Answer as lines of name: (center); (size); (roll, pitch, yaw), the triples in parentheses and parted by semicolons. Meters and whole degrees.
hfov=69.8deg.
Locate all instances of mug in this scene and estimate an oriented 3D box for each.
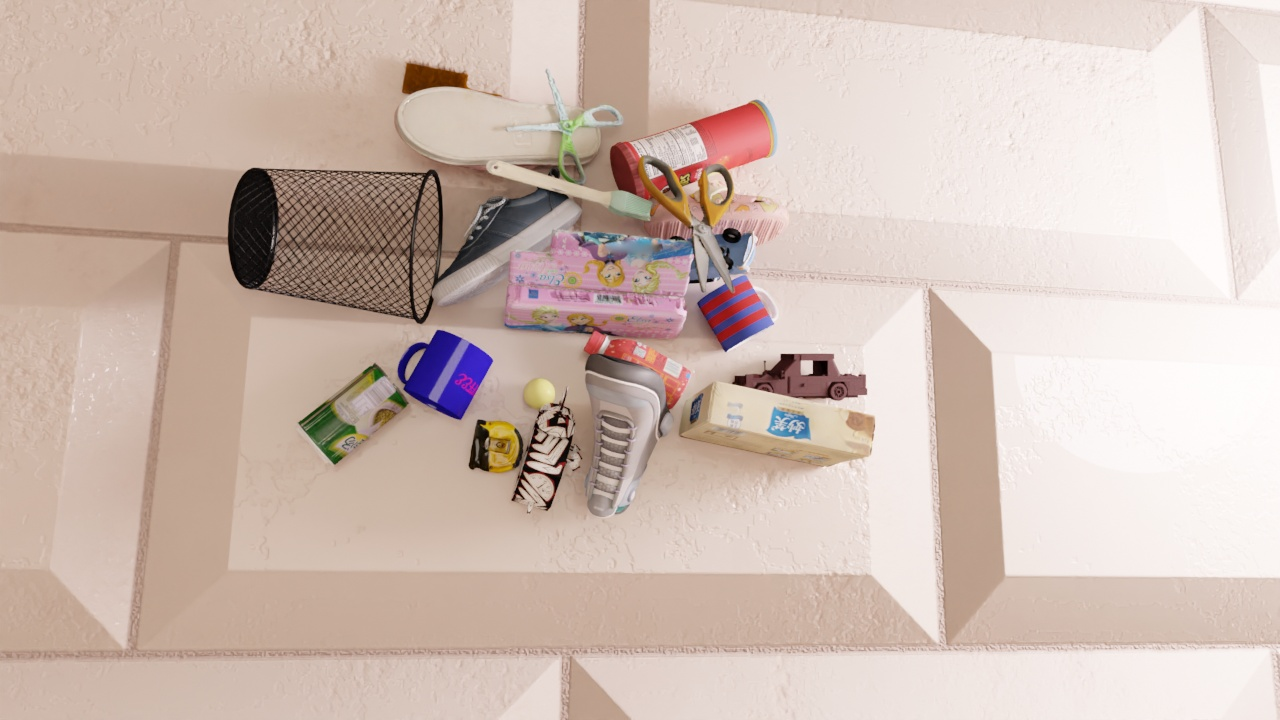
mug: (-0.250, 0.013, 1.137); (0.111, 0.079, 0.083); (21, 75, 23)
mug: (0.138, -0.068, 1.222); (0.111, 0.075, 0.076); (-26, 84, -40)

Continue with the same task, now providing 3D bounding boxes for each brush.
brush: (-0.090, -0.219, 1.171); (0.217, 0.012, 0.033); (14, 61, -8)
brush: (-0.254, -0.371, 1.232); (0.126, 0.017, 0.048); (9, 78, -8)

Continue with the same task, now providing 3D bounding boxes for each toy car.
toy car: (0.208, 0.022, 1.210); (0.169, 0.070, 0.062); (0, 91, -10)
toy car: (0.085, -0.131, 1.193); (0.055, 0.154, 0.056); (42, 56, -43)

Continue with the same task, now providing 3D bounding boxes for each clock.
clock: (-0.104, 0.107, 1.115); (0.065, 0.114, 0.155); (18, 94, -6)

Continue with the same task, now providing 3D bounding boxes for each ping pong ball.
ping pong ball: (-0.128, 0.042, 1.165); (0.040, 0.040, 0.040); (2, 79, -10)

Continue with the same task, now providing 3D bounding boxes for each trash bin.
trash bin: (-0.359, -0.146, 1.097); (0.210, 0.184, 0.184); (6, 78, -3)

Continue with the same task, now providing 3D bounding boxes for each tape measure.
tape measure: (-0.178, 0.107, 1.145); (0.064, 0.037, 0.065); (10, 78, -8)

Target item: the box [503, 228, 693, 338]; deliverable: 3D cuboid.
box: (-0.052, -0.084, 1.147); (0.230, 0.161, 0.061); (4, 48, -9)

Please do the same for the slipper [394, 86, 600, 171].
slipper: (-0.185, -0.298, 1.211); (0.274, 0.055, 0.114); (1, 76, -22)

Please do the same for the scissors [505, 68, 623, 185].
scissors: (-0.098, -0.310, 1.215); (0.172, 0.021, 0.171); (-12, 82, -23)

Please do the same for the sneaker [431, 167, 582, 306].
sneaker: (-0.180, -0.160, 1.170); (0.235, 0.089, 0.087); (-39, 90, -21)

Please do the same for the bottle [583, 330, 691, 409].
bottle: (-0.007, 0.007, 1.182); (0.137, 0.062, 0.062); (30, 76, -3)

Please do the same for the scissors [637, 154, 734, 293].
scissors: (0.061, -0.176, 1.132); (0.175, 0.016, 0.224); (15, 53, -12)

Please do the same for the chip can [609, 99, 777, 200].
chip can: (0.072, -0.281, 1.238); (0.213, 0.087, 0.087); (-22, 84, -14)

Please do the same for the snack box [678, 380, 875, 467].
snack box: (0.167, 0.083, 1.150); (0.207, 0.153, 0.055); (12, 77, -8)

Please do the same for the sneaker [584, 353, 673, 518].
sneaker: (-0.031, 0.097, 1.064); (0.093, 0.257, 0.160); (16, 76, 11)

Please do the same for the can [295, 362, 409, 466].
can: (-0.347, 0.065, 1.109); (0.120, 0.067, 0.067); (-41, 88, -15)

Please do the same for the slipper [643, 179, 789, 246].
slipper: (0.101, -0.205, 1.229); (0.197, 0.093, 0.081); (-1, 70, -9)
